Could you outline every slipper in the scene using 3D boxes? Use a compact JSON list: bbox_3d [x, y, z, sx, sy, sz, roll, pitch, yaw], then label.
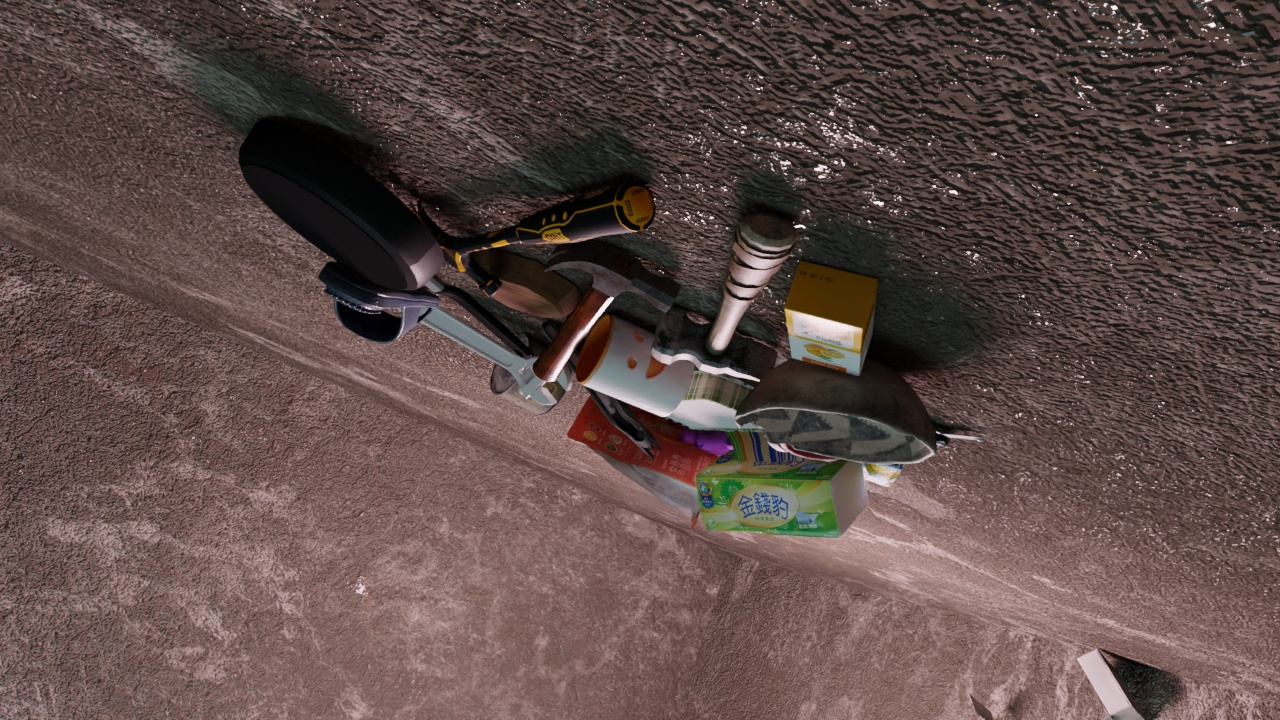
[{"bbox_3d":[-0.302,-0.060,1.046,0.101,0.082,0.263,26,-176,-1],"label":"slipper"}]

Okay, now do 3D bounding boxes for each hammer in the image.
[{"bbox_3d":[-0.063,-0.036,0.917,0.111,0.028,0.301,28,155,-8],"label":"hammer"},{"bbox_3d":[0.079,-0.046,0.763,0.121,0.048,0.319,15,165,1],"label":"hammer"},{"bbox_3d":[-0.097,-0.110,0.765,0.123,0.036,0.321,45,155,-27],"label":"hammer"}]

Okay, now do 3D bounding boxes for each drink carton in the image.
[{"bbox_3d":[0.150,-0.029,0.721,0.058,0.040,0.122,16,166,17],"label":"drink carton"},{"bbox_3d":[0.295,0.124,1.115,0.044,0.038,0.129,17,166,14],"label":"drink carton"}]

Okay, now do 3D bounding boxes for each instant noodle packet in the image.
[{"bbox_3d":[0.013,0.120,1.309,0.221,0.084,0.164,30,-152,-1],"label":"instant noodle packet"}]

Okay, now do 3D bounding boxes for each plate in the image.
[{"bbox_3d":[-0.125,-0.077,0.964,0.131,0.025,0.131,19,167,5],"label":"plate"}]

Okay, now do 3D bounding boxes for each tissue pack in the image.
[{"bbox_3d":[0.170,0.132,1.146,0.198,0.141,0.120,-6,-166,30],"label":"tissue pack"}]

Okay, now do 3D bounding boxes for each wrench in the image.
[{"bbox_3d":[-0.208,-0.024,1.179,0.273,0.066,0.018,29,-163,13],"label":"wrench"}]

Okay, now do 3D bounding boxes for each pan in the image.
[{"bbox_3d":[-0.232,-0.093,0.890,0.204,0.044,0.355,11,154,50],"label":"pan"}]

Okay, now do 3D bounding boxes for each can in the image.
[{"bbox_3d":[-0.147,0.019,1.238,0.074,0.089,0.090,29,164,-30],"label":"can"}]

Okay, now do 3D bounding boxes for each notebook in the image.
[{"bbox_3d":[-0.044,0.044,1.169,0.169,0.029,0.209,49,-179,21],"label":"notebook"}]

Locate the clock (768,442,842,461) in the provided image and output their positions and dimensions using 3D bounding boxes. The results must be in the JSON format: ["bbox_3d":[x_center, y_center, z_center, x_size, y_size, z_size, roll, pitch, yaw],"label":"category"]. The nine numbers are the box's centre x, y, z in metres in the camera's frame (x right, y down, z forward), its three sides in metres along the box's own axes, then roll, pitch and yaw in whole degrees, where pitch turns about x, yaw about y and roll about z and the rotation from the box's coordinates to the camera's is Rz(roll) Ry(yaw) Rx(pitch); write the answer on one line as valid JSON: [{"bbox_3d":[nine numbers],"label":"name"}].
[{"bbox_3d":[0.192,0.074,0.989,0.096,0.048,0.138,13,153,-9],"label":"clock"}]

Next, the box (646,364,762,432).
[{"bbox_3d":[0.078,0.047,1.113,0.117,0.050,0.206,23,168,-24],"label":"box"}]

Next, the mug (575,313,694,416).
[{"bbox_3d":[-0.006,0.006,0.999,0.105,0.082,0.082,24,166,-19],"label":"mug"}]

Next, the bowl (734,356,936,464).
[{"bbox_3d":[0.182,0.036,0.838,0.178,0.081,0.178,12,167,3],"label":"bowl"}]

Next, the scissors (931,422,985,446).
[{"bbox_3d":[0.289,0.076,0.981,0.144,0.019,0.126,17,166,8],"label":"scissors"}]

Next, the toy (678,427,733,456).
[{"bbox_3d":[0.111,0.106,1.283,0.088,0.056,0.106,22,177,-22],"label":"toy"}]

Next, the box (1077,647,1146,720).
[{"bbox_3d":[1.129,0.984,2.249,0.173,0.511,0.167,1,148,47],"label":"box"}]
